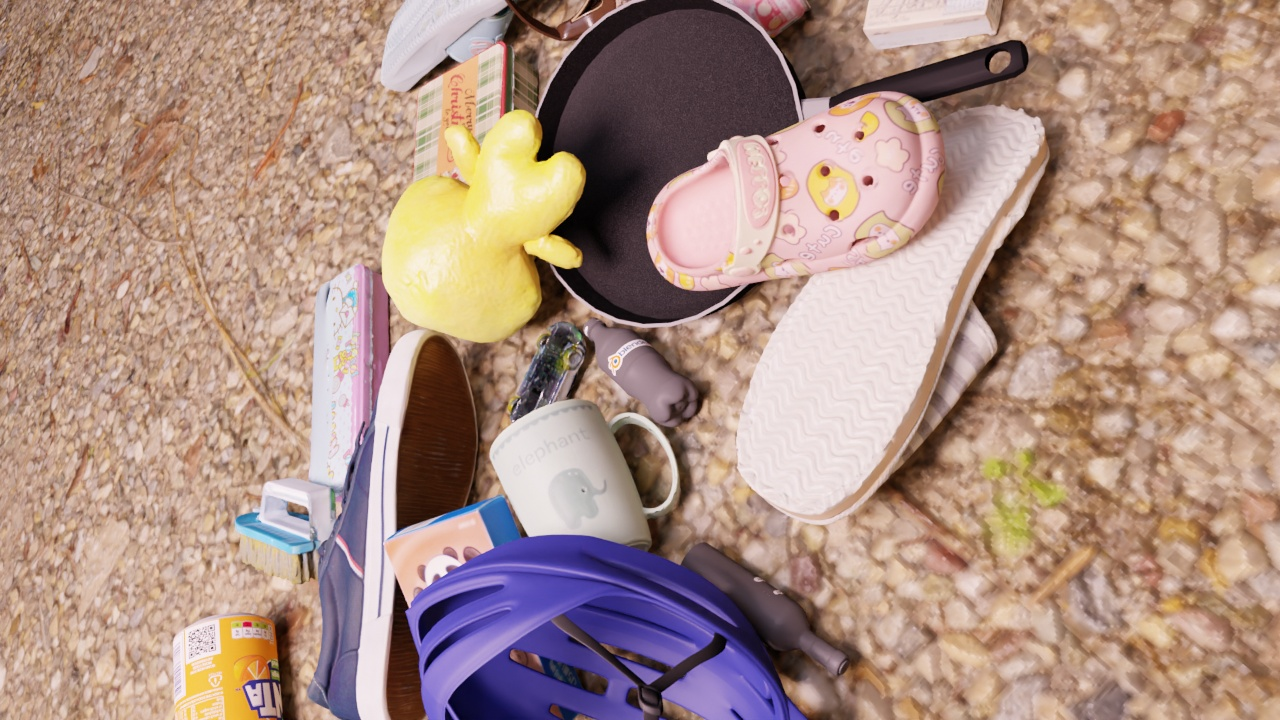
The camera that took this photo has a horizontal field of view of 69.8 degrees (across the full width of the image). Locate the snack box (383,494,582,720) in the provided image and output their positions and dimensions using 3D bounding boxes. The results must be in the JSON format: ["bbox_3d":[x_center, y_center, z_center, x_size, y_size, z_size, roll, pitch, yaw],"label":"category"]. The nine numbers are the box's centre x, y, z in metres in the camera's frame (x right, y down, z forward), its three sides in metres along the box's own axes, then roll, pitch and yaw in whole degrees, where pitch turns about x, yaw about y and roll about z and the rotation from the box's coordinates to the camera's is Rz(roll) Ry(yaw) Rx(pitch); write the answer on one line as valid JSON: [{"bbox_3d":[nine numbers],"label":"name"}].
[{"bbox_3d":[-0.103,0.173,0.608,0.087,0.034,0.151,-22,91,28],"label":"snack box"}]

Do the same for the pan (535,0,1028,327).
[{"bbox_3d":[0.068,-0.143,0.601,0.357,0.034,0.225,-8,88,35],"label":"pan"}]

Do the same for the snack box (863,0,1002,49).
[{"bbox_3d":[0.201,-0.281,0.602,0.082,0.026,0.150,5,77,37],"label":"snack box"}]

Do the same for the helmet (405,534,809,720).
[{"bbox_3d":[-0.026,0.190,0.465,0.241,0.227,0.148,15,105,3],"label":"helmet"}]

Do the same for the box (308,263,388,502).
[{"bbox_3d":[-0.260,0.017,0.817,0.076,0.036,0.214,-22,62,28],"label":"box"}]

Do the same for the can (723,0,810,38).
[{"bbox_3d":[0.073,-0.256,0.658,0.076,0.067,0.067,-32,57,21],"label":"can"}]

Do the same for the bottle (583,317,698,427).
[{"bbox_3d":[-0.004,0.004,0.638,0.036,0.036,0.110,-54,52,7],"label":"bottle"}]

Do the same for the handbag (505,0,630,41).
[{"bbox_3d":[-0.051,-0.321,0.706,0.138,0.166,0.063,-25,58,7],"label":"handbag"}]

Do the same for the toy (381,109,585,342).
[{"bbox_3d":[-0.117,-0.089,0.663,0.134,0.092,0.208,49,120,2],"label":"toy"}]

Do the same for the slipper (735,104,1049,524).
[{"bbox_3d":[0.149,-0.030,0.532,0.114,0.054,0.272,23,79,40],"label":"slipper"}]

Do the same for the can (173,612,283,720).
[{"bbox_3d":[-0.333,0.283,0.744,0.079,0.079,0.142,-32,57,22],"label":"can"}]

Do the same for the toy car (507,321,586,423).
[{"bbox_3d":[-0.067,0.015,0.684,0.039,0.027,0.090,26,91,42],"label":"toy car"}]

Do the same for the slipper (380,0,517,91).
[{"bbox_3d":[-0.166,-0.319,0.853,0.246,0.074,0.104,-17,62,47],"label":"slipper"}]

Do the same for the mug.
[{"bbox_3d":[-0.029,0.083,0.606,0.111,0.084,0.104,-28,65,-5],"label":"mug"}]

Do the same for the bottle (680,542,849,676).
[{"bbox_3d":[0.073,0.147,0.535,0.113,0.030,0.030,28,90,39],"label":"bottle"}]

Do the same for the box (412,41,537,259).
[{"bbox_3d":[-0.146,-0.165,0.794,0.118,0.050,0.205,-14,65,30],"label":"box"}]

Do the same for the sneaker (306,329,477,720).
[{"bbox_3d":[-0.202,0.120,0.696,0.127,0.120,0.294,1,76,23],"label":"sneaker"}]

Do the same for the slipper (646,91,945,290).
[{"bbox_3d":[0.073,-0.091,0.530,0.198,0.081,0.093,-16,81,38],"label":"slipper"}]

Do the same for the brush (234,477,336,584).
[{"bbox_3d":[-0.302,0.138,0.779,0.136,0.055,0.075,3,96,42],"label":"brush"}]
